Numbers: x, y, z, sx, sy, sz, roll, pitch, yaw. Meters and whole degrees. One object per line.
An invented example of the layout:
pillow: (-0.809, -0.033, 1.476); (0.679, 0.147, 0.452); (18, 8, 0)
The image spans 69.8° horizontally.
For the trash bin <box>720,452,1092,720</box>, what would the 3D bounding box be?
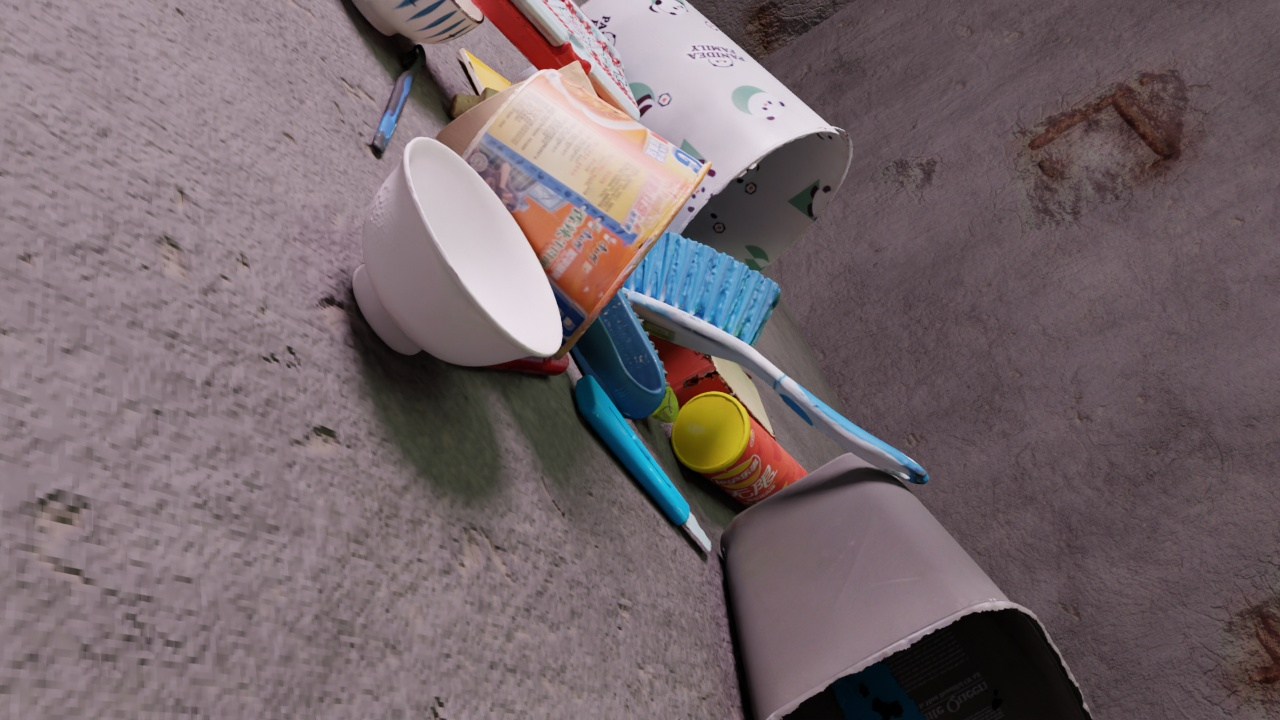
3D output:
trash bin: (0.172, 0.204, 0.674); (0.199, 0.199, 0.219); (55, 8, -26)

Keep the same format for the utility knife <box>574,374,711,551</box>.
utility knife: (0.008, 0.084, 0.670); (0.186, 0.018, 0.034); (54, 14, -31)

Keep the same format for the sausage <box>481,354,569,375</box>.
sausage: (-0.075, -0.004, 0.542); (0.020, 0.020, 0.155); (63, 14, 11)

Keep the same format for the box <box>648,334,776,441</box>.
box: (0.077, 0.025, 0.912); (0.168, 0.077, 0.091); (45, 21, -48)

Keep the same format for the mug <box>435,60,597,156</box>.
mug: (-0.067, -0.144, 0.659); (0.103, 0.124, 0.084); (60, -26, -11)

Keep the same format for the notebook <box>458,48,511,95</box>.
notebook: (-0.100, -0.211, 0.899); (0.146, 0.010, 0.206); (63, 14, 8)

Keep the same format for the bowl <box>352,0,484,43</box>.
bowl: (-0.171, -0.275, 0.653); (0.116, 0.066, 0.116); (55, 15, -23)

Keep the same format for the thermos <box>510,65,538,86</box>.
thermos: (-0.049, -0.148, 0.806); (0.224, 0.073, 0.073); (69, 15, 8)

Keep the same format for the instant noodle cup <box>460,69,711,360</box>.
instant noodle cup: (-0.047, -0.092, 0.551); (0.111, 0.151, 0.151); (38, 17, -5)

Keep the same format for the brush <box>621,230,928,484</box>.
brush: (0.089, -0.013, 0.714); (0.314, 0.109, 0.061); (23, -19, 6)

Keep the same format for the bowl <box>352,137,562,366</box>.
bowl: (-0.097, -0.039, 0.440); (0.118, 0.065, 0.118); (54, 14, -21)

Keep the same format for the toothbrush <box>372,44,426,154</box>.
toothbrush: (-0.161, -0.177, 0.610); (0.189, 0.016, 0.014); (-96, 162, -54)

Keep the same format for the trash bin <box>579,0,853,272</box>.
trash bin: (0.040, -0.221, 0.902); (0.252, 0.230, 0.229); (53, 11, 20)

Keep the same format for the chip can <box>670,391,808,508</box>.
chip can: (0.102, 0.100, 0.866); (0.216, 0.073, 0.073); (43, 22, -55)

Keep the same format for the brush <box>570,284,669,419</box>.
brush: (-0.030, -0.022, 0.668); (0.144, 0.055, 0.073); (62, 12, 4)

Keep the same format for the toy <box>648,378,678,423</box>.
toy: (-0.004, 0.004, 0.754); (0.096, 0.031, 0.100); (25, 39, -56)

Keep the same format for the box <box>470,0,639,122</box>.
box: (-0.064, -0.263, 0.729); (0.201, 0.048, 0.086); (34, 37, -52)

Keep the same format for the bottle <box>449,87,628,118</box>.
bottle: (-0.077, -0.182, 0.728); (0.149, 0.067, 0.066); (12, 37, -20)
